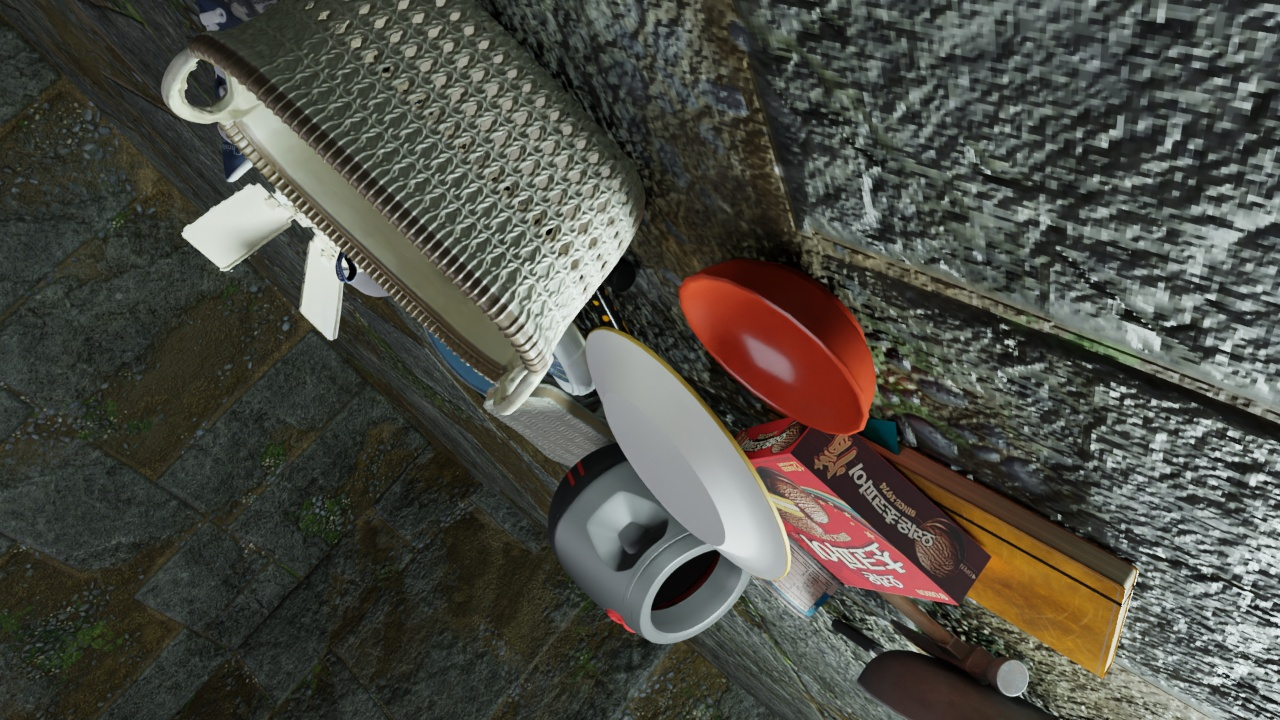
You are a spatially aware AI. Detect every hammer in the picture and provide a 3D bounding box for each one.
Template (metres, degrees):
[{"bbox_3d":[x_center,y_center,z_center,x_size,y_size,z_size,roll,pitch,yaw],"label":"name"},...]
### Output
[{"bbox_3d":[-0.004,0.004,0.743,0.123,0.036,0.321,34,161,39],"label":"hammer"},{"bbox_3d":[0.151,0.147,0.723,0.331,0.030,0.119,39,169,-7],"label":"hammer"}]

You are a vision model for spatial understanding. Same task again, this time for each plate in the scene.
[{"bbox_3d":[0.024,0.076,0.686,0.230,0.021,0.230,47,161,21],"label":"plate"}]

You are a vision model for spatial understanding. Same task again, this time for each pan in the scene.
[{"bbox_3d":[0.253,0.284,0.835,0.178,0.041,0.357,24,175,-9],"label":"pan"}]

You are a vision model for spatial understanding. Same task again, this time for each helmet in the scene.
[{"bbox_3d":[-0.002,0.174,0.945,0.170,0.164,0.265,44,178,35],"label":"helmet"}]

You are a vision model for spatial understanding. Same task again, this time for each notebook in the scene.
[{"bbox_3d":[0.180,0.098,0.585,0.249,0.014,0.178,30,161,35],"label":"notebook"}]

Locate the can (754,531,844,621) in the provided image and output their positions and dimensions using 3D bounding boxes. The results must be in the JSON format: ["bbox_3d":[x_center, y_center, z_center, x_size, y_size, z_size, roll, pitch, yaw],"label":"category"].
[{"bbox_3d":[0.114,0.163,0.800,0.130,0.044,0.130,44,-179,-1],"label":"can"}]

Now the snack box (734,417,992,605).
[{"bbox_3d":[0.129,0.096,0.602,0.132,0.035,0.152,42,165,-3],"label":"snack box"}]

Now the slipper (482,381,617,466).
[{"bbox_3d":[-0.079,0.065,0.980,0.115,0.052,0.263,-4,158,21],"label":"slipper"}]

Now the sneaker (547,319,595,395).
[{"bbox_3d":[-0.104,-0.037,0.737,0.087,0.079,0.235,58,179,42],"label":"sneaker"}]

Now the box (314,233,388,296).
[{"bbox_3d":[-0.304,-0.140,0.997,0.084,0.112,0.162,41,178,16],"label":"box"}]

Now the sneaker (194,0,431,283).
[{"bbox_3d":[-0.245,-0.182,0.623,0.103,0.132,0.269,24,156,52],"label":"sneaker"}]

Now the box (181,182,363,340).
[{"bbox_3d":[-0.271,-0.104,0.802,0.095,0.185,0.145,50,175,29],"label":"box"}]

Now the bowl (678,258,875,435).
[{"bbox_3d":[0.079,-0.013,0.491,0.122,0.035,0.122,38,164,12],"label":"bowl"}]

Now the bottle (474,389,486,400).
[{"bbox_3d":[-0.192,-0.005,1.103,0.061,0.061,0.131,31,161,41],"label":"bottle"}]

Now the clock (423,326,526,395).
[{"bbox_3d":[-0.161,-0.041,0.927,0.122,0.075,0.162,32,149,25],"label":"clock"}]

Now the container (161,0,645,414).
[{"bbox_3d":[-0.118,-0.103,0.517,0.246,0.142,0.185,45,164,-10],"label":"container"}]
